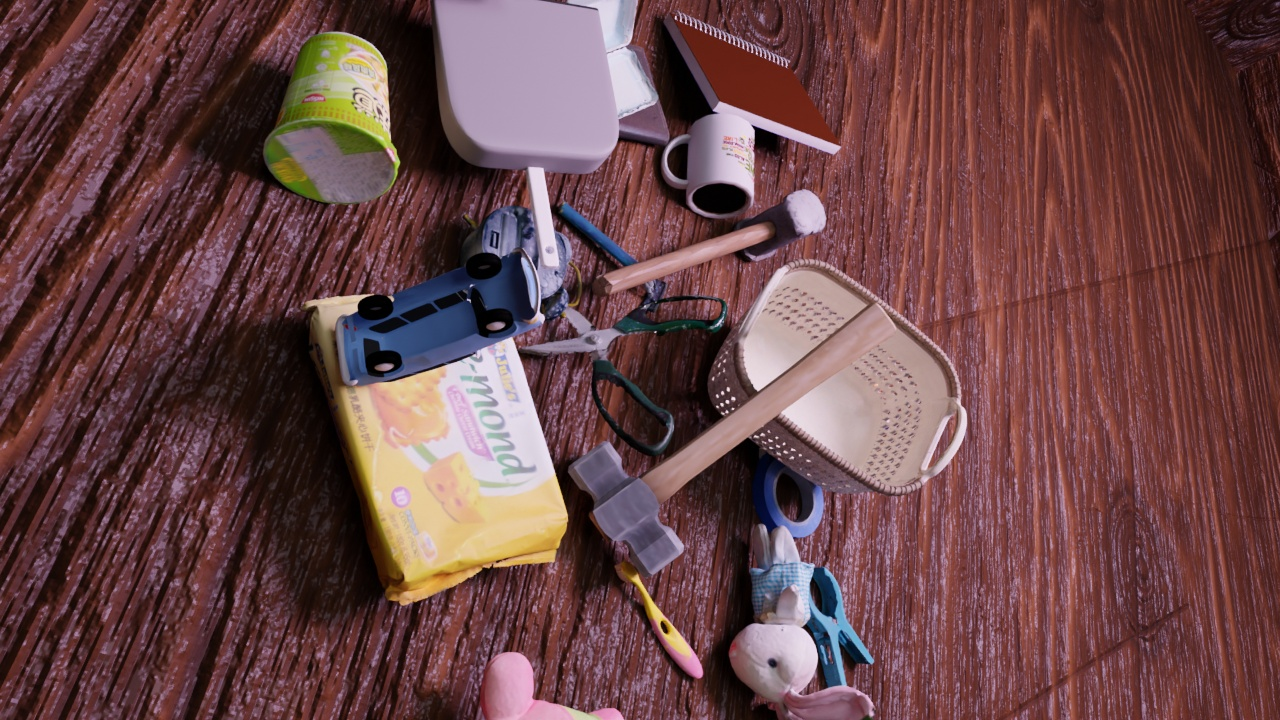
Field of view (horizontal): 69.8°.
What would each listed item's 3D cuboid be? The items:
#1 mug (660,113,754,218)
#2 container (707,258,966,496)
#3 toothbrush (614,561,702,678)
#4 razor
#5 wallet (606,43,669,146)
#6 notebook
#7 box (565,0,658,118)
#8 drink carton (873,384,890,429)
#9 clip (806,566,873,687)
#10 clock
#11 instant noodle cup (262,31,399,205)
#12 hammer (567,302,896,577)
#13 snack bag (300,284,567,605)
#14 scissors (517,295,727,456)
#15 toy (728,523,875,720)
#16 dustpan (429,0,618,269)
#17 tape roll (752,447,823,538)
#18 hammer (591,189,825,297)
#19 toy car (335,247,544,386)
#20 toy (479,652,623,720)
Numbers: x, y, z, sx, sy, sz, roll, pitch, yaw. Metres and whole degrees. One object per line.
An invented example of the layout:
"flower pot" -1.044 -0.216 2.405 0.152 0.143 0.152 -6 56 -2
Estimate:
"mug" 0.075 -0.218 1.024 0.105 0.074 0.089 7 66 -8
"container" 0.190 0.026 0.937 0.246 0.143 0.184 37 65 -6
"toothbrush" 0.017 0.236 0.833 0.135 0.016 0.021 57 45 -11
"razor" -0.027 -0.109 0.922 0.144 0.022 0.042 41 50 -21
"wallet" -0.020 -0.295 0.995 0.099 0.031 0.120 -1 72 -43
"notebook" 0.136 -0.337 1.112 0.208 0.022 0.171 7 49 -39
"box" -0.071 -0.285 0.900 0.197 0.075 0.125 -32 104 -29
"drink carton" 0.236 0.069 1.066 0.129 0.040 0.064 -15 83 -43
"clip" 0.189 0.284 0.955 0.113 0.028 0.126 -11 82 -44
"clock" -0.103 -0.086 0.826 0.129 0.052 0.090 19 62 -34
"instant noodle cup" -0.241 -0.196 0.729 0.098 0.099 0.107 18 54 -35
"hammer" 0.093 0.054 0.821 0.322 0.051 0.117 -36 86 -7
"snack bag" -0.159 0.058 0.711 0.159 0.068 0.247 -12 80 -43
"scissors" -0.005 0.005 0.817 0.201 0.015 0.203 -9 52 -8
"toy" 0.132 0.255 0.873 0.105 0.131 0.205 0 66 -24
"dustpan" -0.095 -0.206 0.815 0.163 0.033 0.257 -2 73 -29
"tape roll" 0.159 0.146 0.986 0.093 0.016 0.091 27 58 -31
"hammer" 0.071 -0.115 0.961 0.327 0.098 0.052 -23 90 -42
"toy car" -0.136 -0.026 0.632 0.055 0.153 0.056 46 27 -65
"toy" -0.104 0.307 0.649 0.236 0.097 0.191 12 58 -29
